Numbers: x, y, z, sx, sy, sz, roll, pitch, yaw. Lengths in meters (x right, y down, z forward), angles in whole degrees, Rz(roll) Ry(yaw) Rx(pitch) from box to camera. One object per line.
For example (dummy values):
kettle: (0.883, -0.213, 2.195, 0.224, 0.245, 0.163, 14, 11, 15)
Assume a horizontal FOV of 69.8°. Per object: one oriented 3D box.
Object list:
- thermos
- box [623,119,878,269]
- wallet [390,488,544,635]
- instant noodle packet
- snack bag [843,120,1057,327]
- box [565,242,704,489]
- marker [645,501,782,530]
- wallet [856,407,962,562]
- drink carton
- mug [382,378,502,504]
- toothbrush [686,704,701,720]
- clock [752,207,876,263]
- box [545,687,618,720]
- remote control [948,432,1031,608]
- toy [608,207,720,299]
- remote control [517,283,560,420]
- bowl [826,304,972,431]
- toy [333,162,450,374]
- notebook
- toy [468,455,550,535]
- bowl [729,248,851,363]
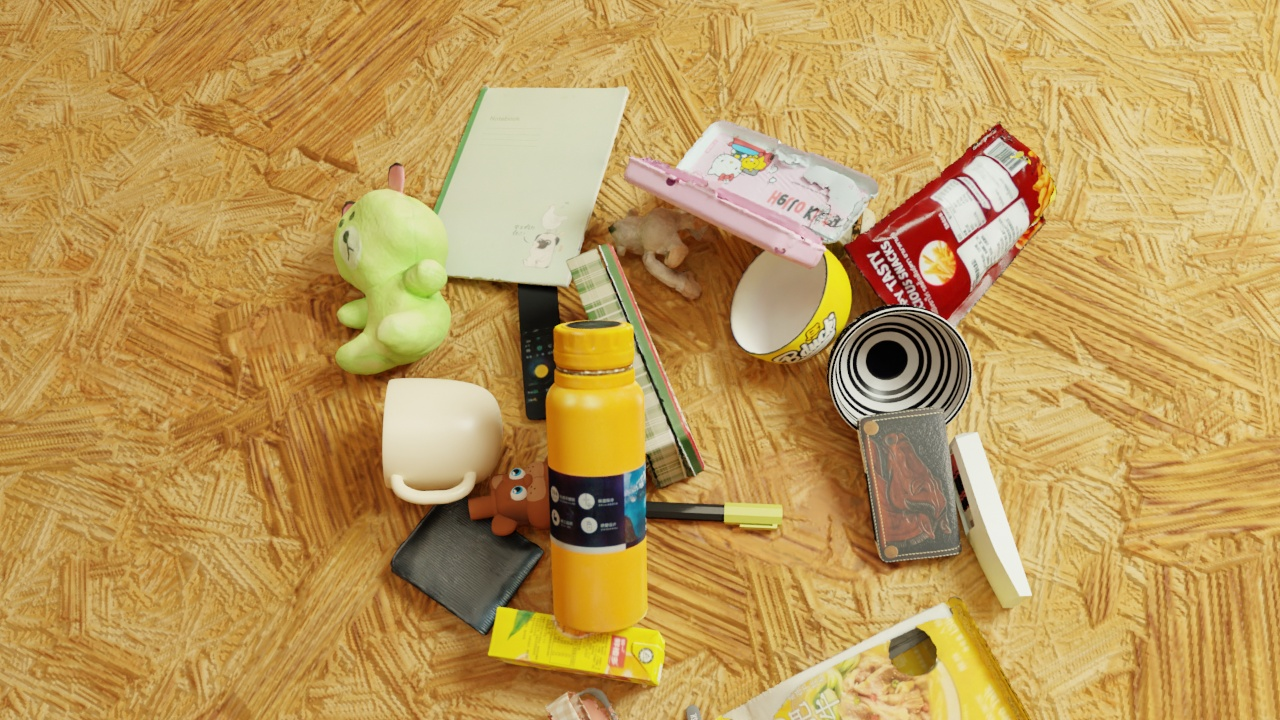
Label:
thermos: (-0.037, 0.086, 0.716, 0.076, 0.091, 0.233, -7, 103, -26)
box: (0.094, -0.147, 0.830, 0.146, 0.077, 0.202, -26, 44, -34)
wallet: (-0.154, 0.172, 0.803, 0.115, 0.026, 0.089, 29, 69, 18)
instant noodle packet: (0.179, 0.301, 0.682, 0.221, 0.084, 0.163, -26, 62, 1)
snack bag: (0.296, -0.114, 0.849, 0.207, 0.067, 0.139, -43, 110, -18)
box: (-0.005, 0.005, 0.817, 0.051, 0.118, 0.205, -22, 63, -3)
marker: (0.061, 0.135, 0.801, 0.124, 0.017, 0.021, 1, 64, 8)
wallet: (0.226, 0.103, 0.770, 0.072, 0.019, 0.123, -8, 88, 7)
drink carton: (-0.049, 0.234, 0.743, 0.135, 0.058, 0.042, 6, 67, 9)
mug: (-0.172, 0.075, 0.808, 0.099, 0.096, 0.120, 1, 49, -9)
toothbrush: (0.057, 0.350, 0.702, 0.013, 0.013, 0.167, -12, 61, 0)
clock: (0.177, -0.121, 0.872, 0.141, 0.093, 0.054, 8, 72, 11)
box: (-0.009, 0.334, 0.686, 0.041, 0.082, 0.187, -34, 67, 2)
remote control: (0.282, 0.130, 0.761, 0.024, 0.050, 0.143, -10, 64, 1)
toy: (0.016, -0.113, 0.906, 0.106, 0.074, 0.085, 14, 80, 17)
remote control: (-0.095, -0.014, 0.889, 0.041, 0.020, 0.151, -10, 65, 8)
bowl: (0.222, 0.006, 0.809, 0.120, 0.066, 0.120, 1, 104, 4)
toy: (-0.238, -0.083, 0.893, 0.151, 0.107, 0.196, -26, 56, 42)
notebook: (-0.126, -0.191, 0.970, 0.182, 0.010, 0.252, 6, 65, 20)
toy: (-0.086, 0.112, 0.798, 0.127, 0.065, 0.094, -9, 41, -6)
bowl: (0.146, -0.048, 0.841, 0.118, 0.067, 0.117, -30, 48, 40)
